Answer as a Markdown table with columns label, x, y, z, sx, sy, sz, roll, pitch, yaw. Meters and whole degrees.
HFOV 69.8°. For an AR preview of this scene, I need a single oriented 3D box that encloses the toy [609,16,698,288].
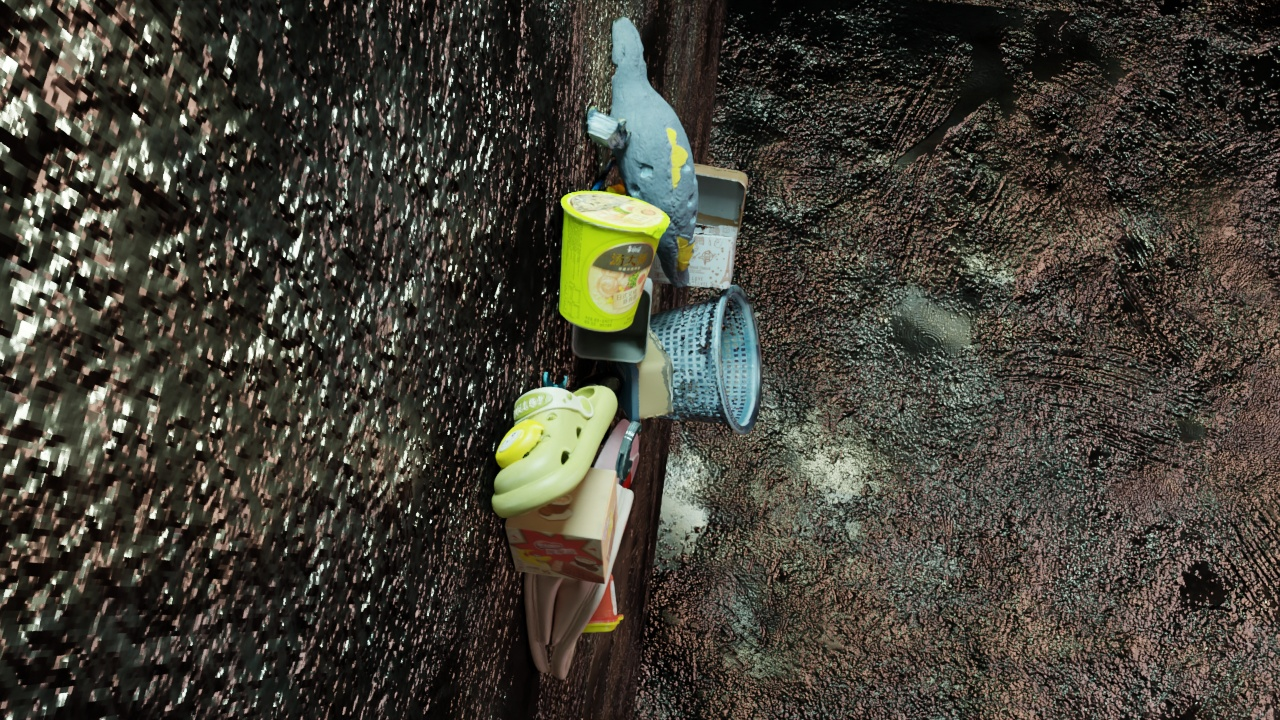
| label | x | y | z | sx | sy | sz | roll | pitch | yaw |
| --- | --- | --- | --- | --- | --- | --- | --- | --- | --- |
| toy | 0.018 | -0.239 | 1.137 | 0.137 | 0.091 | 0.357 | -107 | -178 | -66 |

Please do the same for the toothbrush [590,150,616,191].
| label | x | y | z | sx | sy | sz | roll | pitch | yaw |
| --- | --- | --- | --- | --- | --- | --- | --- | --- | --- |
| toothbrush | -0.043 | -0.238 | 1.152 | 0.189 | 0.016 | 0.014 | -69 | 173 | -58 |

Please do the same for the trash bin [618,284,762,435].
| label | x | y | z | sx | sy | sz | roll | pitch | yaw |
| --- | --- | --- | --- | --- | --- | --- | --- | --- | --- |
| trash bin | 0.065 | 0.006 | 1.415 | 0.226 | 0.195 | 0.226 | -4 | 90 | -68 |

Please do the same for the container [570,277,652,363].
| label | x | y | z | sx | sy | sz | roll | pitch | yaw |
| --- | --- | --- | --- | --- | --- | --- | --- | --- | --- |
| container | -0.030 | -0.057 | 1.111 | 0.114 | 0.090 | 0.090 | -72 | 168 | -74 |

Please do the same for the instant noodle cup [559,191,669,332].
| label | x | y | z | sx | sy | sz | roll | pitch | yaw |
| --- | --- | --- | --- | --- | --- | --- | --- | --- | --- |
| instant noodle cup | -0.036 | -0.099 | 0.956 | 0.111 | 0.112 | 0.124 | -71 | 173 | -63 |

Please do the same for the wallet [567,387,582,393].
| label | x | y | z | sx | sy | sz | roll | pitch | yaw |
| --- | --- | --- | --- | --- | --- | --- | --- | --- | --- |
| wallet | -0.081 | 0.083 | 1.058 | 0.124 | 0.032 | 0.101 | -22 | 115 | -84 |

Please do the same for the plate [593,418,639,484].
| label | x | y | z | sx | sy | sz | roll | pitch | yaw |
| --- | --- | --- | --- | --- | --- | --- | --- | --- | --- |
| plate | -0.042 | 0.175 | 1.256 | 0.192 | 0.039 | 0.192 | 23 | 88 | -82 |

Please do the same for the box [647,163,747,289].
| label | x | y | z | sx | sy | sz | roll | pitch | yaw |
| --- | --- | --- | --- | --- | --- | --- | --- | --- | --- |
| box | 0.062 | -0.212 | 1.351 | 0.152 | 0.182 | 0.178 | -66 | 162 | -70 |

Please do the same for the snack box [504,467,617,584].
| label | x | y | z | sx | sy | sz | roll | pitch | yaw |
| --- | --- | --- | --- | --- | --- | --- | --- | --- | --- |
| snack box | -0.074 | 0.157 | 0.894 | 0.094 | 0.093 | 0.076 | 90 | 10 | -51 |

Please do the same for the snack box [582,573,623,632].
| label | x | y | z | sx | sy | sz | roll | pitch | yaw |
| --- | --- | --- | --- | --- | --- | --- | --- | --- | --- |
| snack box | -0.066 | 0.325 | 1.240 | 0.091 | 0.082 | 0.080 | 76 | 12 | -75 |

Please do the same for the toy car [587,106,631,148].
| label | x | y | z | sx | sy | sz | roll | pitch | yaw |
| --- | --- | --- | --- | --- | --- | --- | --- | --- | --- |
| toy car | -0.037 | -0.258 | 1.037 | 0.090 | 0.043 | 0.034 | -16 | 127 | -84 |

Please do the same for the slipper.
| label | x | y | z | sx | sy | sz | roll | pitch | yaw |
| --- | --- | --- | --- | --- | --- | --- | --- | --- | --- |
| slipper | -0.086 | 0.065 | 0.824 | 0.081 | 0.092 | 0.190 | 54 | 30 | -12 |

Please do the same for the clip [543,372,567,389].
| label | x | y | z | sx | sy | sz | roll | pitch | yaw |
| --- | --- | --- | --- | --- | --- | --- | --- | --- | --- |
| clip | -0.090 | 0.031 | 0.961 | 0.056 | 0.040 | 0.014 | 101 | 1 | -57 |

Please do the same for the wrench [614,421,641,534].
| label | x | y | z | sx | sy | sz | roll | pitch | yaw |
| --- | --- | --- | --- | --- | --- | --- | --- | --- | --- |
| wrench | -0.021 | 0.166 | 1.173 | 0.274 | 0.016 | 0.056 | 96 | 19 | -53 |

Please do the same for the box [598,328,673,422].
| label | x | y | z | sx | sy | sz | roll | pitch | yaw |
| --- | --- | --- | --- | --- | --- | --- | --- | --- | --- |
| box | -0.007 | 0.007 | 1.194 | 0.184 | 0.061 | 0.090 | -122 | -154 | -60 |

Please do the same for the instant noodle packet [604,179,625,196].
| label | x | y | z | sx | sy | sz | roll | pitch | yaw |
| --- | --- | --- | --- | --- | --- | --- | --- | --- | --- |
| instant noodle packet | -0.026 | -0.182 | 1.226 | 0.128 | 0.044 | 0.111 | -64 | 155 | -71 |

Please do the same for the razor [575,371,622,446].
| label | x | y | z | sx | sy | sz | roll | pitch | yaw |
| --- | --- | --- | --- | --- | --- | --- | --- | --- | --- |
| razor | -0.054 | 0.071 | 1.200 | 0.168 | 0.062 | 0.067 | 96 | -29 | -62 |

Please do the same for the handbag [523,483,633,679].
| label | x | y | z | sx | sy | sz | roll | pitch | yaw |
| --- | --- | --- | --- | --- | --- | --- | --- | --- | --- |
| handbag | -0.081 | 0.269 | 1.078 | 0.192 | 0.093 | 0.235 | -70 | 173 | -61 |
